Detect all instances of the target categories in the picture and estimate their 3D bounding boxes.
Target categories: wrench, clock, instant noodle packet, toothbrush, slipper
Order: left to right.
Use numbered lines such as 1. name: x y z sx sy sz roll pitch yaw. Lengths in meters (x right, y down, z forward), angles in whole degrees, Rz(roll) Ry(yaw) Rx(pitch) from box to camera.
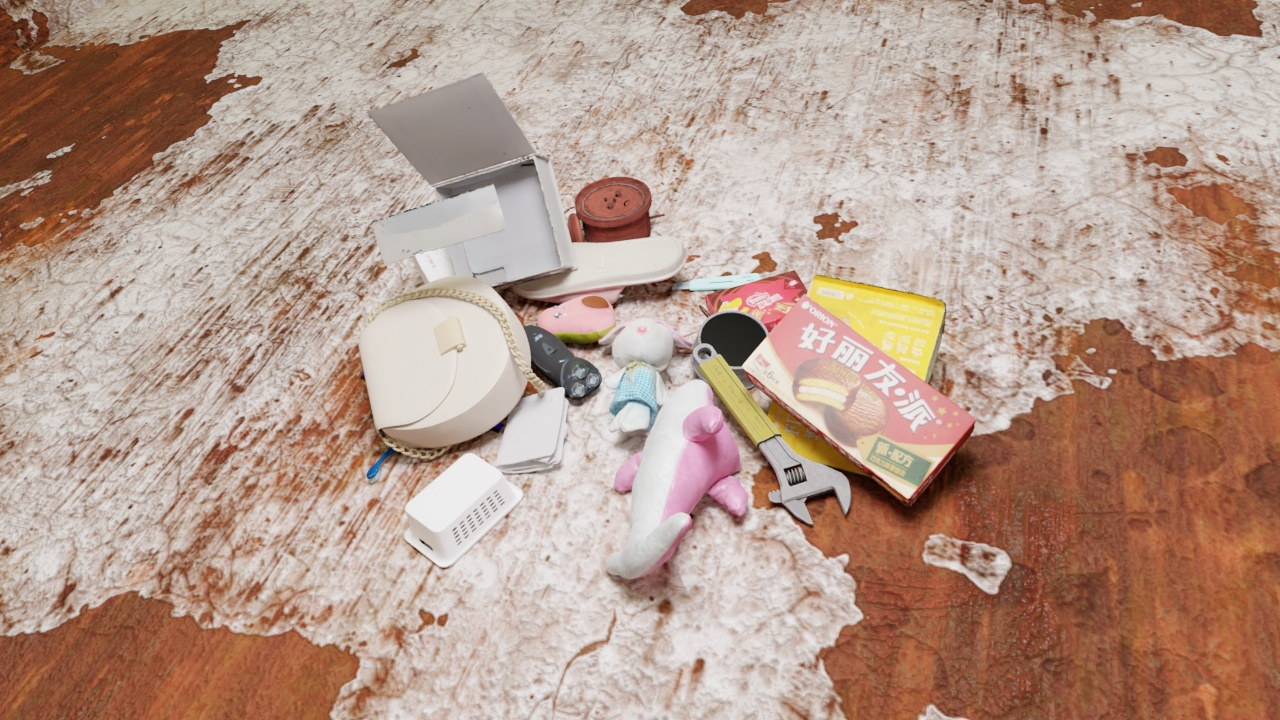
1. toothbrush: -0.309 0.104 1.169 0.021 0.017 0.134 11 45 17
2. slipper: -0.062 -0.126 1.327 0.275 0.054 0.114 -4 47 22
3. clock: -0.052 -0.223 1.418 0.158 0.072 0.120 9 46 20
4. clock: 0.129 -0.009 1.163 0.148 0.056 0.103 19 57 12
5. wrench: 0.141 0.077 1.058 0.083 0.018 0.273 -29 59 -8
6. instant noodle packet: 0.251 0.025 1.085 0.163 0.084 0.221 15 70 21

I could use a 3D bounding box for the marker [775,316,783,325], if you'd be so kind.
1. marker: 0.237 -0.065 1.205 0.144 0.021 0.023 -21 65 -30

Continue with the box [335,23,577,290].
1. box: -0.223 -0.257 1.223 0.167 0.369 0.149 -14 42 14

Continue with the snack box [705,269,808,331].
1. snack box: 0.164 -0.074 1.251 0.133 0.021 0.089 -16 44 -5

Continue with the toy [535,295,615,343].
1. toy: -0.089 -0.052 1.259 0.110 0.051 0.090 -13 38 3

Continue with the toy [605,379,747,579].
1. toy: 0.056 0.133 1.006 0.128 0.187 0.264 35 46 -11

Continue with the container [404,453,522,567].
1. container: -0.208 0.165 1.054 0.081 0.050 0.129 26 54 33

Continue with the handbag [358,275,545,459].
1. handbag: -0.245 0.003 1.165 0.209 0.103 0.210 -26 57 5

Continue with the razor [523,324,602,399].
1. razor: -0.111 -0.004 1.197 0.052 0.064 0.140 -37 60 -24

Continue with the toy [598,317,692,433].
1. toy: -0.007 0.007 1.137 0.131 0.106 0.204 4 44 10

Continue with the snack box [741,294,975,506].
1. snack box: 0.238 0.042 1.016 0.236 0.060 0.113 40 87 23

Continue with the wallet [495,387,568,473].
1. wallet: -0.131 0.089 1.137 0.086 0.032 0.116 -9 43 18

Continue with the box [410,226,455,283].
1. box: -0.296 -0.153 1.407 0.108 0.137 0.124 -29 87 -20

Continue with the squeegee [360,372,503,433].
1. squeegee: -0.243 -0.018 1.252 0.250 0.055 0.184 18 58 28

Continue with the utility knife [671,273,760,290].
1. utility knife: 0.109 -0.109 1.307 0.129 0.015 0.022 -4 75 10
